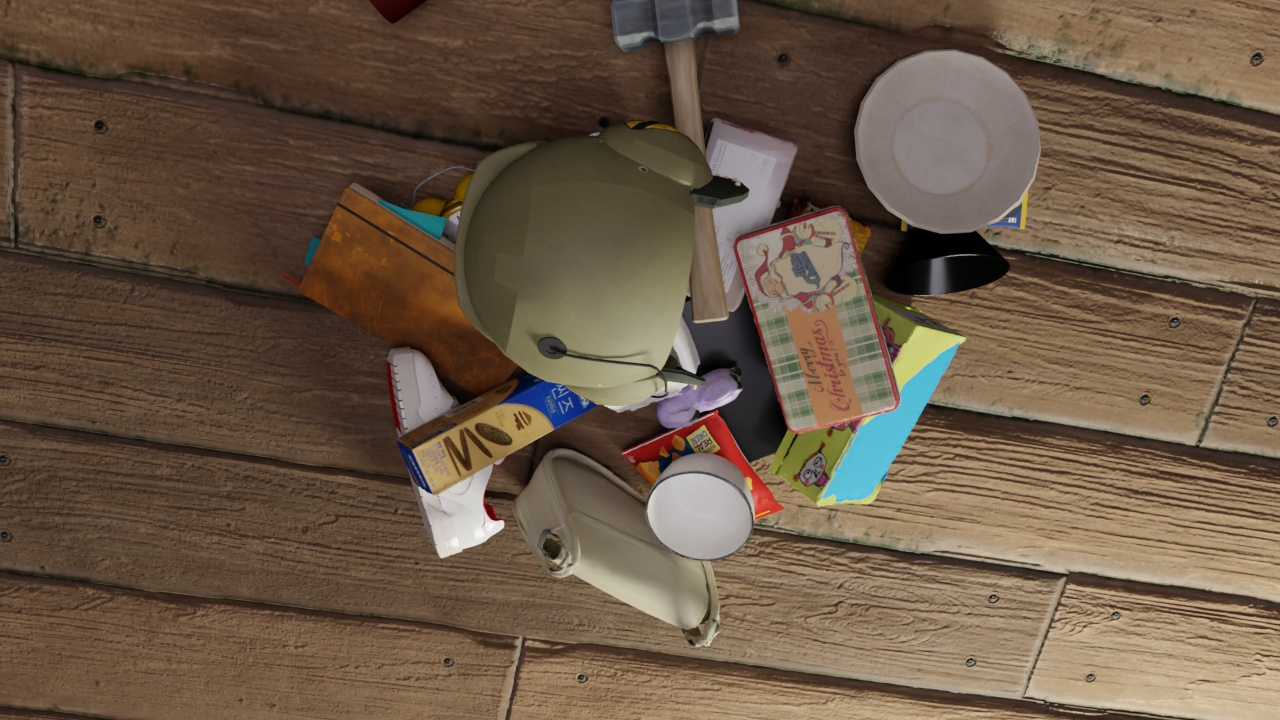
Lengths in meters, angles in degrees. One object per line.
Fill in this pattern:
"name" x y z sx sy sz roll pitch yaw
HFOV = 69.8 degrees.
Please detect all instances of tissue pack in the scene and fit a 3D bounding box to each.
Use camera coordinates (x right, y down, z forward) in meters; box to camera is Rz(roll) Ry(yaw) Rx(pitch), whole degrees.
"tissue pack" 0.094 -0.148 0.949 0.104 0.071 0.181 19 104 6

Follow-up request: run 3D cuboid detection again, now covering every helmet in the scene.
"helmet" -0.045 -0.091 0.810 0.232 0.255 0.250 8 106 -11

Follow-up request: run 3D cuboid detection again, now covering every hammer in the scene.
"hammer" 0.050 -0.198 0.887 0.117 0.051 0.323 -6 96 10

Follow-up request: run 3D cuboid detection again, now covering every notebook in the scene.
"notebook" 0.110 0.016 1.024 0.149 0.016 0.207 -22 108 5
"notebook" -0.223 -0.071 0.933 0.249 0.014 0.179 32 131 -13

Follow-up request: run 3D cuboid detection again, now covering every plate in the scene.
"plate" 0.308 -0.220 0.931 0.188 0.027 0.188 0 86 -2

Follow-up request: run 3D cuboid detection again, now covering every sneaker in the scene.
"sneaker" -0.202 0.091 1.000 0.104 0.090 0.237 -17 103 -20

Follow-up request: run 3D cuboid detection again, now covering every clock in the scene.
"clock" -0.170 -0.124 0.941 0.113 0.052 0.152 -27 112 5

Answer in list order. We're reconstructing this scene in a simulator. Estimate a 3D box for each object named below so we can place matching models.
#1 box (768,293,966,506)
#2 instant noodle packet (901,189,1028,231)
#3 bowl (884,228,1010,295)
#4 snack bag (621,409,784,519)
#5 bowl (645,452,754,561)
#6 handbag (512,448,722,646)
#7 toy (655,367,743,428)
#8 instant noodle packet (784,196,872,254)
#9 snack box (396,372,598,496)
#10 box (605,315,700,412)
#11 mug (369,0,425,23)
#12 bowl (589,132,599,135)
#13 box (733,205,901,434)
"box" 0.240 0.047 0.984 0.124 0.082 0.221 5 117 -45
"instant noodle packet" 0.343 -0.182 0.967 0.134 0.026 0.087 -1 104 -3
"bowl" 0.318 -0.113 0.962 0.124 0.124 0.052 -1 75 -3
"snack bag" 0.069 0.134 1.036 0.131 0.039 0.144 -26 109 26
"bowl" 0.067 0.150 0.983 0.116 0.065 0.116 5 117 10
"handbag" -0.037 0.222 1.001 0.229 0.184 0.132 28 107 -19
"toy" 0.064 0.041 0.982 0.100 0.080 0.036 -22 110 11
"instant noodle packet" 0.177 -0.097 0.964 0.098 0.039 0.135 18 101 -27
"snack box" -0.144 0.063 0.954 0.206 0.057 0.056 -28 109 -25
"box" -0.005 0.008 0.945 0.110 0.129 0.103 -18 108 18
"mug" -0.226 -0.379 0.847 0.082 0.073 0.105 -32 79 7
"bowl" -0.034 -0.180 0.936 0.106 0.039 0.106 -1 108 -3
"box" 0.172 -0.039 0.891 0.118 0.050 0.205 -14 97 19
